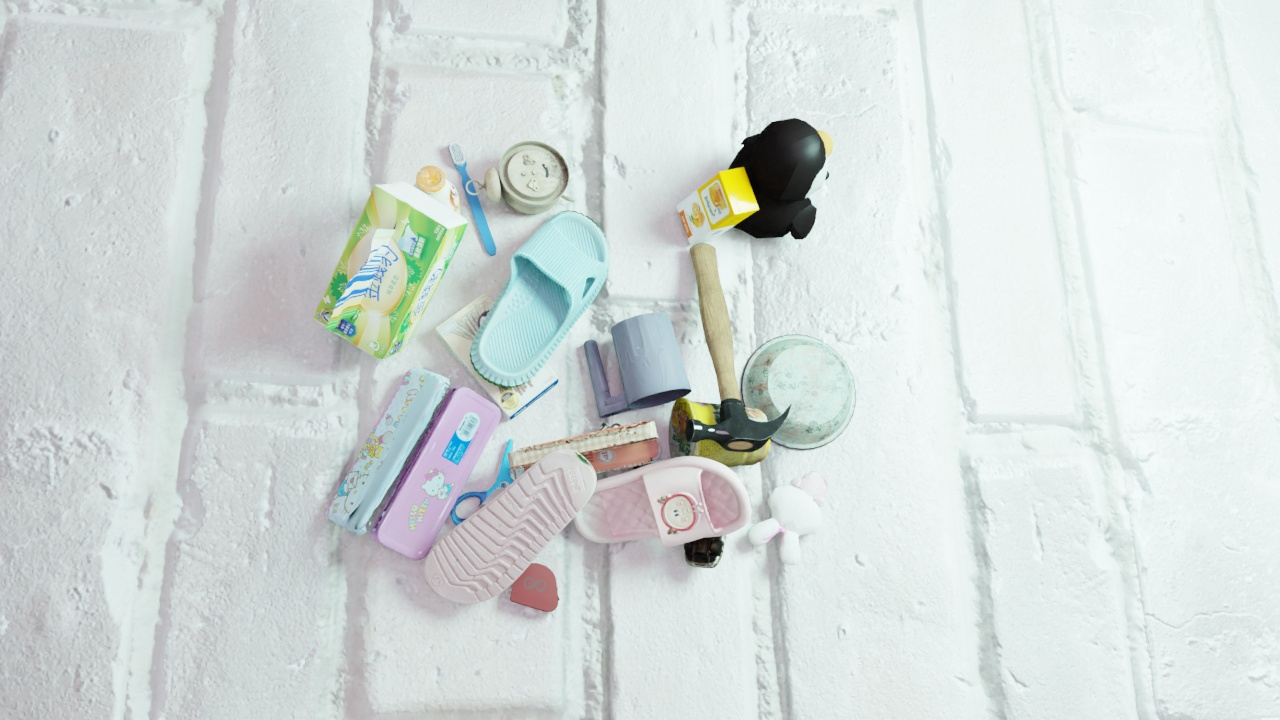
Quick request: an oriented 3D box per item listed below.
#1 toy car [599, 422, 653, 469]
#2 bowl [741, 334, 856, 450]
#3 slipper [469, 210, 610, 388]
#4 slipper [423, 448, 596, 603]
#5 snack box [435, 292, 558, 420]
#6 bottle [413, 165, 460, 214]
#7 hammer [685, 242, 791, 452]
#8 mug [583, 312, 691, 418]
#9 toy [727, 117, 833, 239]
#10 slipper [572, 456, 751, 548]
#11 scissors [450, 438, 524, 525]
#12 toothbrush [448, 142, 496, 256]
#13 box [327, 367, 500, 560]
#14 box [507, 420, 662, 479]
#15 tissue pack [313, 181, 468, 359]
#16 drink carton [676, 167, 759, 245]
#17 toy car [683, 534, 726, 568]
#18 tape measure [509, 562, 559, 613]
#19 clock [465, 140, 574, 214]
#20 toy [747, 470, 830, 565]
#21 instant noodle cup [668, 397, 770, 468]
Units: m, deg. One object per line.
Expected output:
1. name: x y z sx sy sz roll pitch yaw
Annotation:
1. toy car: -0.017 0.115 1.152 0.092 0.040 0.037 38 75 3
2. bowl: 0.214 0.037 1.205 0.157 0.039 0.157 2 75 -7
3. slipper: -0.120 -0.087 1.161 0.116 0.070 0.275 32 64 -6
4. slipper: -0.149 0.195 1.088 0.239 0.064 0.094 -42 93 5
5. snack box: -0.182 -0.005 1.168 0.081 0.026 0.150 -40 83 -16
6. bottle: -0.262 -0.205 1.165 0.063 0.109 0.063 3 71 -8
7. hammer: 0.105 -0.026 1.161 0.132 0.040 0.304 7 54 -19
8. mug: -0.007 0.007 1.169 0.124 0.083 0.104 -18 77 15
9. toy: 0.175 -0.241 1.196 0.140 0.184 0.159 -25 80 -13
10. slipper: 0.021 0.174 1.096 0.222 0.055 0.107 -9 106 15
11. scissors: -0.181 0.157 1.133 0.113 0.013 0.140 8 77 -7
12. toothbrush: -0.223 -0.217 1.223 0.016 0.014 0.166 -19 80 -12
13. box: -0.274 0.120 1.108 0.140 0.062 0.213 26 74 2
14. box: -0.067 0.114 1.106 0.187 0.054 0.076 -13 120 3
15. tissue pack: -0.306 -0.101 1.076 0.120 0.141 0.198 25 107 3
16. drink carton: 0.098 -0.200 1.207 0.040 0.123 0.058 -17 85 -29
17. toy car: 0.087 0.205 1.143 0.048 0.040 0.112 3 61 24
18. tape measure: -0.123 0.273 1.108 0.059 0.019 0.051 17 71 -3
19. clock: -0.162 -0.236 1.216 0.140 0.055 0.093 -12 77 -18
20. toy: 0.194 0.194 1.163 0.076 0.037 0.125 34 71 5
21. instant noodle cup: 0.100 0.095 1.150 0.108 0.102 0.102 0 75 -17
